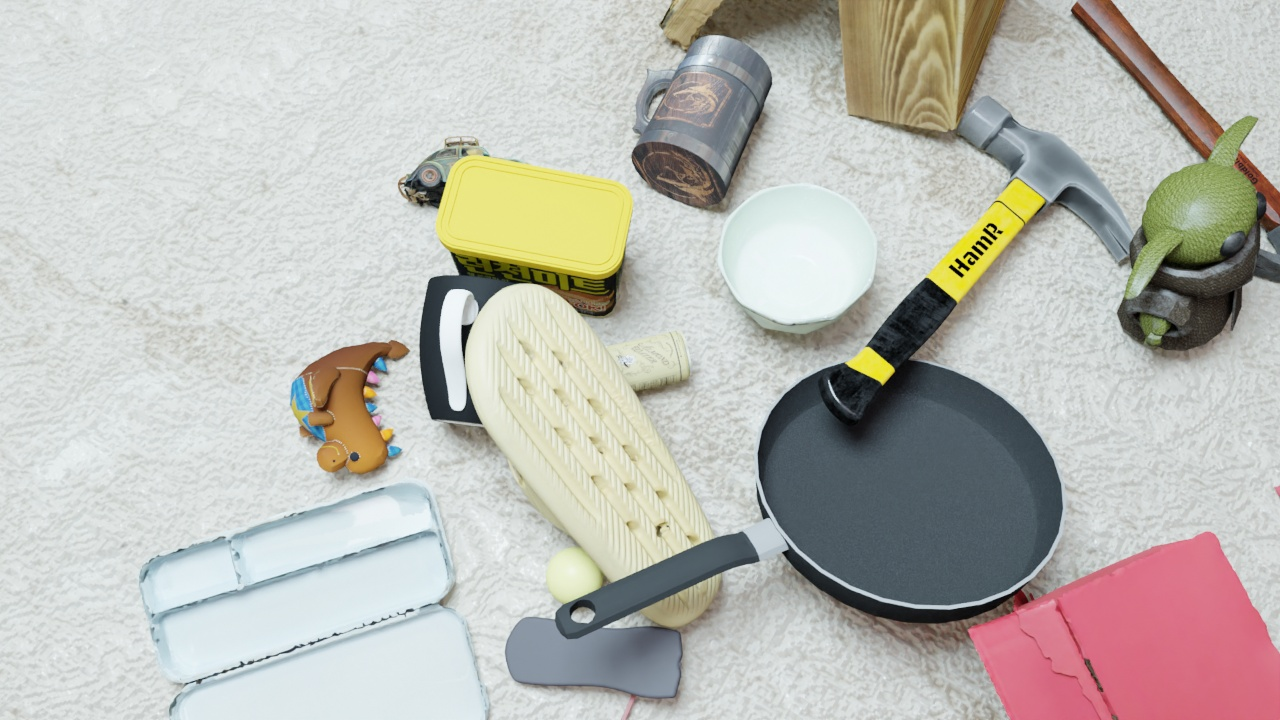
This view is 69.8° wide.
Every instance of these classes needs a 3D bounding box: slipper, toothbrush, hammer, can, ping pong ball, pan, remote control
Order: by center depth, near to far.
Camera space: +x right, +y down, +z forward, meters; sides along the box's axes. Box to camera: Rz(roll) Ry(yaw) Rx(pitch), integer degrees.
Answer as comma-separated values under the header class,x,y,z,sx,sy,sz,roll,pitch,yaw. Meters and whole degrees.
class,x,y,z,sx,sy,sz,roll,pitch,yaw
pan,0.111,0.109,0.609,0.355,0.044,0.204,-21,51,-16
toothbrush,-0.033,0.277,0.617,0.016,0.015,0.184,23,75,8
remote control,-0.033,0.203,0.630,0.124,0.009,0.046,2,70,12
slipper,-0.042,0.074,0.633,0.261,0.079,0.111,55,46,-9
ping pong ball,-0.046,0.151,0.640,0.040,0.040,0.040,0,73,-2
can,-0.074,-0.087,0.680,0.131,0.101,0.072,11,73,2
can,-0.004,0.004,0.687,0.079,0.038,0.038,-13,74,-6
hammer,0.244,-0.065,0.693,0.170,0.034,0.323,42,67,10
hammer,0.467,-0.195,0.768,0.111,0.028,0.300,-30,76,-11

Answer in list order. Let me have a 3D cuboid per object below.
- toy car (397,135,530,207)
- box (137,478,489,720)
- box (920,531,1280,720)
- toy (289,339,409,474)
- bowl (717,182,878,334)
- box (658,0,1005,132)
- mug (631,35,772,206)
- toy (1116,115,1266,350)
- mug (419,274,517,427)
class,x,y,z,sx,sy,sz,roll,pitch,yaw
toy car,-0.134,-0.150,0.725,0.112,0.047,0.047,-3,78,-3
box,-0.223,0.194,0.631,0.209,0.038,0.190,-18,82,-7
box,0.185,0.288,0.567,0.467,0.138,0.214,-22,76,-1
toy,-0.203,0.033,0.677,0.102,0.071,0.090,-31,89,-34
bowl,0.117,-0.069,0.698,0.117,0.061,0.117,-2,67,5
box,0.166,-0.388,0.708,0.264,0.270,0.278,20,73,21
mug,0.036,-0.194,0.736,0.116,0.080,0.107,15,70,30
toy,0.406,-0.076,0.673,0.078,0.153,0.179,29,71,35
mug,-0.120,-0.006,0.647,0.085,0.119,0.100,6,83,5
